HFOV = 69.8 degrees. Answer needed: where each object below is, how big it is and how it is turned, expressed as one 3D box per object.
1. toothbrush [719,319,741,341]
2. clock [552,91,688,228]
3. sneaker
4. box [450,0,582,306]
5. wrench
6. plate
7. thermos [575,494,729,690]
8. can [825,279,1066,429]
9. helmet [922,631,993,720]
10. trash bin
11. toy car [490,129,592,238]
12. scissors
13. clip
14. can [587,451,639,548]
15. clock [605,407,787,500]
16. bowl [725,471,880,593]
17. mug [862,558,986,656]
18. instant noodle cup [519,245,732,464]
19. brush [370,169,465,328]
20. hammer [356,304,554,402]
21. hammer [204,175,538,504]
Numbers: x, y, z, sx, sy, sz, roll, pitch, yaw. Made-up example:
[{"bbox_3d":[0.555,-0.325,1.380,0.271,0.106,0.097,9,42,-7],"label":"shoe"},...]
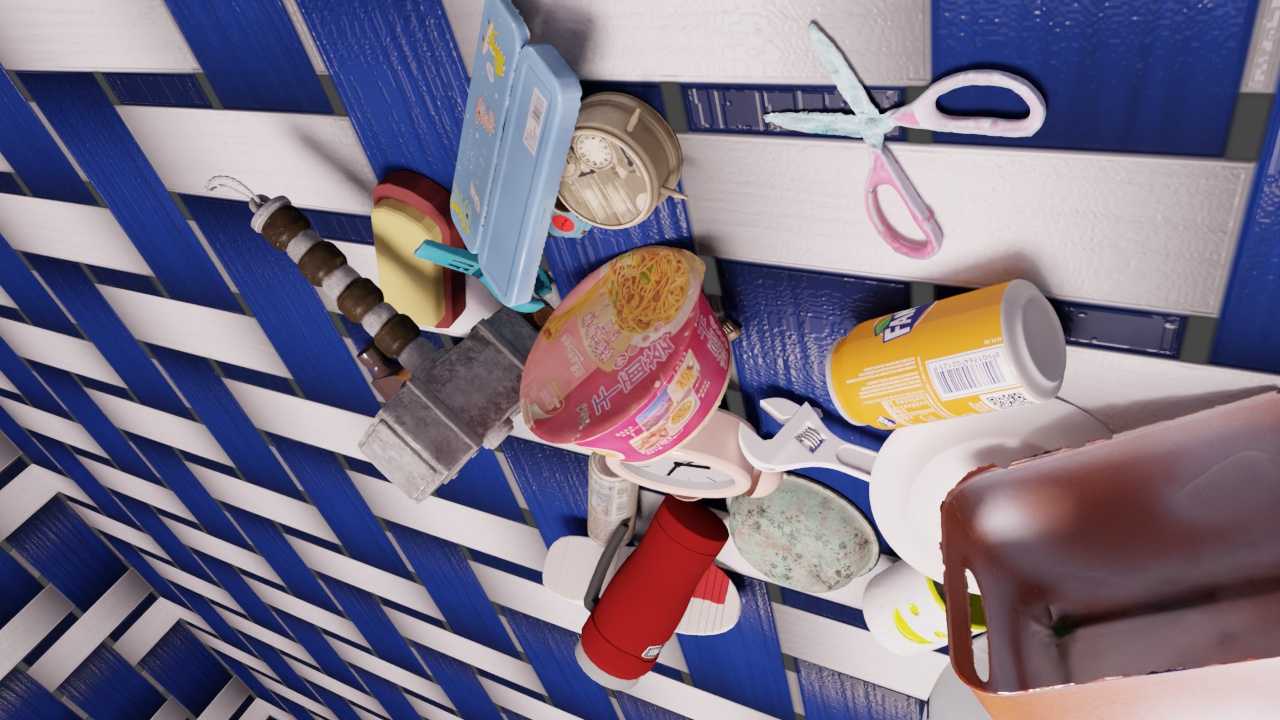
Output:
[{"bbox_3d":[0.025,-0.005,0.800,0.016,0.016,0.167,47,141,-17],"label":"toothbrush"},{"bbox_3d":[-0.037,-0.135,0.667,0.141,0.054,0.093,-9,125,36],"label":"clock"},{"bbox_3d":[0.010,0.268,1.066,0.237,0.090,0.104,5,156,23],"label":"sneaker"},{"bbox_3d":[-0.101,-0.147,0.671,0.125,0.020,0.209,53,142,26],"label":"box"},{"bbox_3d":[0.210,0.094,0.736,0.273,0.066,0.018,19,158,13],"label":"wrench"},{"bbox_3d":[0.267,0.108,0.684,0.189,0.016,0.189,8,120,14],"label":"plate"},{"bbox_3d":[0.001,0.233,0.949,0.108,0.083,0.199,37,109,24],"label":"thermos"},{"bbox_3d":[0.203,0.000,0.617,0.143,0.078,0.079,-17,119,46],"label":"can"},{"bbox_3d":[0.345,0.294,0.754,0.236,0.163,0.264,-4,138,3],"label":"helmet"},{"bbox_3d":[0.338,0.153,0.561,0.260,0.181,0.157,-21,120,28],"label":"trash bin"},{"bbox_3d":[-0.088,-0.134,0.734,0.108,0.027,0.060,40,143,-6],"label":"toy car"},{"bbox_3d":[0.161,-0.138,0.555,0.174,0.013,0.170,-16,117,47],"label":"scissors"},{"bbox_3d":[-0.126,-0.095,0.799,0.120,0.103,0.027,41,147,-19],"label":"clip"},{"bbox_3d":[-0.029,0.143,0.971,0.054,0.054,0.136,23,142,15],"label":"can"},{"bbox_3d":[0.040,0.071,0.821,0.131,0.086,0.160,-12,141,44],"label":"clock"},{"bbox_3d":[0.148,0.173,0.881,0.157,0.038,0.158,21,141,18],"label":"bowl"},{"bbox_3d":[0.256,0.206,0.800,0.082,0.082,0.106,34,144,1],"label":"mug"},{"bbox_3d":[-0.004,0.004,0.720,0.179,0.178,0.077,-9,142,43],"label":"instant noodle cup"},{"bbox_3d":[-0.210,-0.094,0.858,0.082,0.041,0.174,26,142,11],"label":"brush"},{"bbox_3d":[-0.189,-0.001,0.956,0.324,0.033,0.115,-19,116,46],"label":"hammer"},{"bbox_3d":[-0.235,-0.046,0.793,0.326,0.176,0.080,44,138,-2],"label":"hammer"}]
